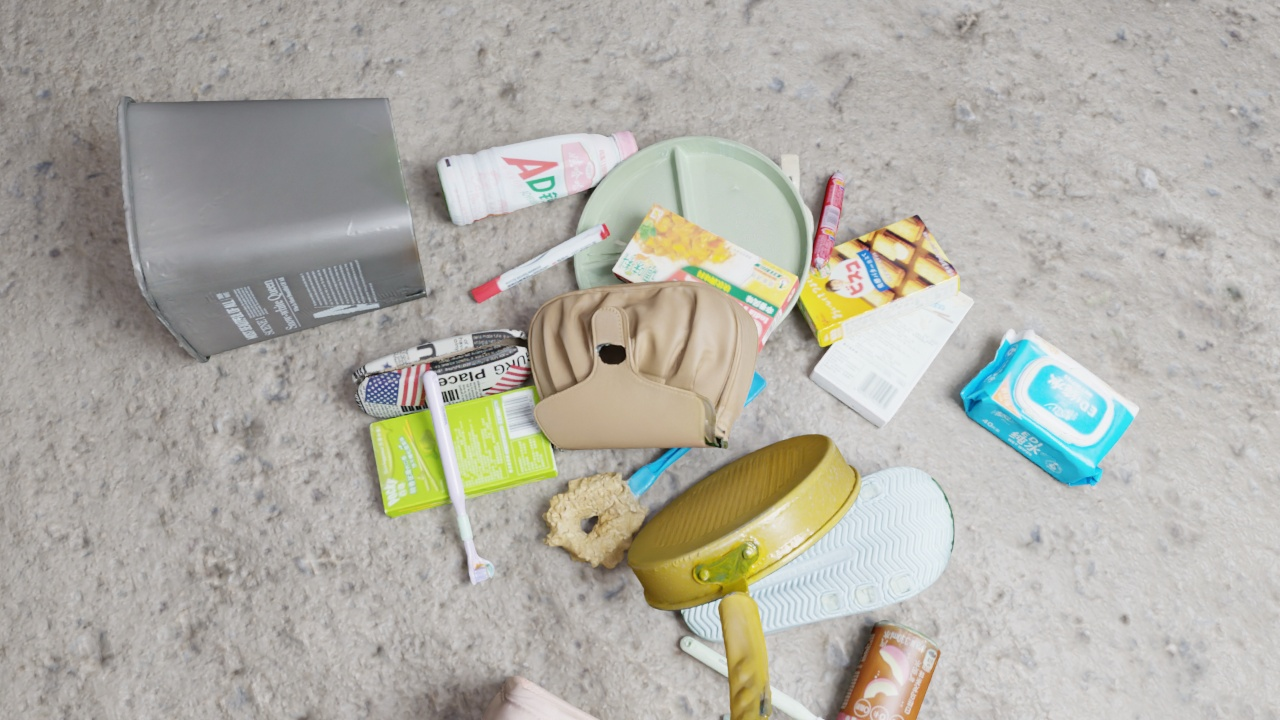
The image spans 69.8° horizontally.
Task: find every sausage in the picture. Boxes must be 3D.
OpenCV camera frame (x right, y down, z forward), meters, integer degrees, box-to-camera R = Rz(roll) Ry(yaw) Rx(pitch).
[{"bbox_3d":[0.186,-0.139,0.902,0.020,0.020,0.155,17,50,5],"label":"sausage"}]

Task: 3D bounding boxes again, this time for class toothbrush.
[{"bbox_3d":[-0.161,0.101,0.799,0.021,0.029,0.189,-15,90,31],"label":"toothbrush"},{"bbox_3d":[0.111,0.273,0.743,0.190,0.020,0.029,23,68,30],"label":"toothbrush"}]

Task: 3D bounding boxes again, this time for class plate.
[{"bbox_3d":[0.049,-0.106,0.885,0.230,0.027,0.230,-2,77,9],"label":"plate"}]

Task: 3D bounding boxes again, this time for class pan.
[{"bbox_3d":[0.073,0.157,0.659,0.198,0.356,0.078,-30,95,16],"label":"pan"}]

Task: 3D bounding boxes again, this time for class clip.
[{"bbox_3d":[0.149,-0.149,0.929,0.034,0.076,0.103,-4,60,-2],"label":"clip"}]

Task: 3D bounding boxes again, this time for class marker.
[{"bbox_3d":[-0.096,-0.094,0.887,0.145,0.017,0.017,-27,72,4],"label":"marker"}]

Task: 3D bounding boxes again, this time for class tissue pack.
[{"bbox_3d":[0.374,0.042,0.841,0.140,0.063,0.089,38,74,11],"label":"tissue pack"}]

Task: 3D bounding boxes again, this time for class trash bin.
[{"bbox_3d":[-0.318,-0.126,0.827,0.219,0.199,0.198,-10,72,-12],"label":"trash bin"}]

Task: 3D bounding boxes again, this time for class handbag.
[{"bbox_3d":[-0.012,0.318,0.677,0.234,0.194,0.093,23,73,-4],"label":"handbag"},{"bbox_3d":[-0.005,0.005,0.799,0.205,0.099,0.147,-4,82,25],"label":"handbag"}]

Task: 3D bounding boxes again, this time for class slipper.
[{"bbox_3d":[0.150,0.175,0.787,0.245,0.074,0.104,-23,72,8],"label":"slipper"}]

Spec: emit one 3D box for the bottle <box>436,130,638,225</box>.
[{"bbox_3d":[-0.100,-0.189,0.914,0.196,0.068,0.068,-16,71,-10],"label":"bottle"}]

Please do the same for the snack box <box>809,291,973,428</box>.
[{"bbox_3d":[0.241,-0.020,0.880,0.085,0.027,0.156,36,73,12],"label":"snack box"}]

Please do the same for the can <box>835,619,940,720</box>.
[{"bbox_3d":[0.194,0.291,0.750,0.058,0.058,0.147,26,72,8],"label":"can"}]

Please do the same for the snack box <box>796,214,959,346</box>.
[{"bbox_3d":[0.218,-0.076,0.872,0.140,0.034,0.086,-23,53,5],"label":"snack box"}]

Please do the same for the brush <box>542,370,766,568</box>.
[{"bbox_3d":[0.019,0.093,0.833,0.254,0.046,0.083,-40,72,-18],"label":"brush"}]

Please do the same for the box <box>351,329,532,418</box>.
[{"bbox_3d":[-0.178,0.018,0.836,0.163,0.075,0.076,-12,76,-8],"label":"box"}]

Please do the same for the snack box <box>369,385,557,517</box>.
[{"bbox_3d":[-0.160,0.082,0.835,0.156,0.026,0.085,-14,71,-7],"label":"snack box"}]

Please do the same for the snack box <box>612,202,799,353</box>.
[{"bbox_3d":[0.059,-0.077,0.847,0.156,0.027,0.077,29,85,15],"label":"snack box"}]

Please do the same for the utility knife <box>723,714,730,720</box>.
[{"bbox_3d":[0.096,0.377,0.738,0.031,0.019,0.176,-10,67,-1],"label":"utility knife"}]
